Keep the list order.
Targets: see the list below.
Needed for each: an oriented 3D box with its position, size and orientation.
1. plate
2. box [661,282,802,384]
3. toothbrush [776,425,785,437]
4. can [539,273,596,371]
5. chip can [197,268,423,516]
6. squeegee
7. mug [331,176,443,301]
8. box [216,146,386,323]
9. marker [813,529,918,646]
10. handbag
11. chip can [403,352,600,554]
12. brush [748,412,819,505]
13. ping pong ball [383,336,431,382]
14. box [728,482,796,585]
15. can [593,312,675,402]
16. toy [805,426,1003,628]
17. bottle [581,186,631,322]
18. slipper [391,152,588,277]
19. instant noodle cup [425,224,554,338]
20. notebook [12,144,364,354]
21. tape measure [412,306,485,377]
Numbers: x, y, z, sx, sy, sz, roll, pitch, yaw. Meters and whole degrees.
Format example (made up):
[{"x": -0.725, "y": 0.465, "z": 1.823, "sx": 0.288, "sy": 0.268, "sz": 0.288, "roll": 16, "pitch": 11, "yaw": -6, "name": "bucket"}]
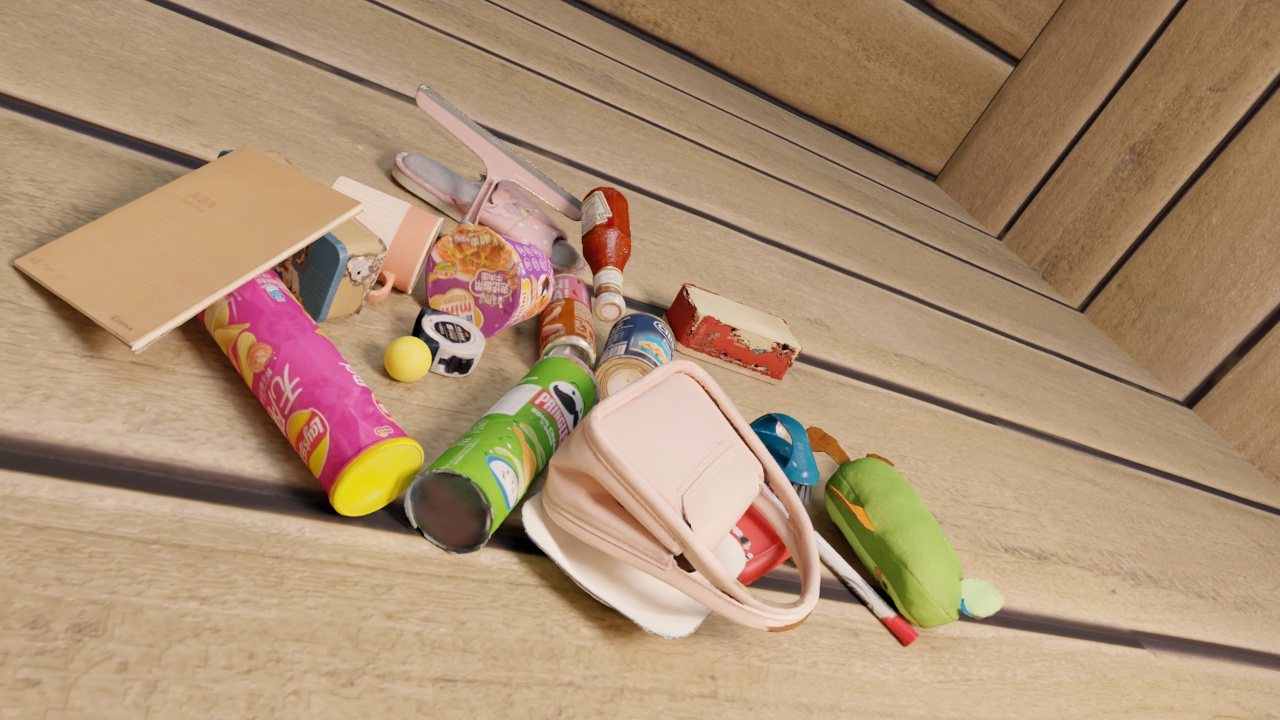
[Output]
[{"x": -0.006, "y": 0.151, "z": 0.742, "sx": 0.164, "sy": 0.034, "sz": 0.163, "roll": 36, "pitch": 30, "yaw": 16, "name": "plate"}, {"x": 0.122, "y": -0.039, "z": 1.177, "sx": 0.168, "sy": 0.076, "sz": 0.091, "roll": 18, "pitch": 28, "yaw": -25, "name": "box"}, {"x": 0.089, "y": 0.064, "z": 1.031, "sx": 0.181, "sy": 0.018, "sz": 0.015, "roll": 17, "pitch": 33, "yaw": -25, "name": "toothbrush"}, {"x": -0.079, "y": -0.036, "z": 0.975, "sx": 0.058, "sy": 0.058, "sz": 0.147, "roll": 22, "pitch": 27, "yaw": -18, "name": "can"}, {"x": -0.249, "y": 0.017, "z": 0.683, "sx": 0.210, "sy": 0.072, "sz": 0.071, "roll": 44, "pitch": 29, "yaw": 24, "name": "chip can"}, {"x": -0.190, "y": -0.154, "z": 1.028, "sx": 0.247, "sy": 0.040, "sz": 0.248, "roll": 35, "pitch": 46, "yaw": -23, "name": "squeegee"}, {"x": -0.265, "y": -0.112, "z": 0.900, "sx": 0.106, "sy": 0.082, "sz": 0.114, "roll": 24, "pitch": 57, "yaw": -11, "name": "mug"}, {"x": -0.318, "y": -0.118, "z": 0.830, "sx": 0.184, "sy": 0.090, "sz": 0.060, "roll": 36, "pitch": 27, "yaw": 15, "name": "box"}, {"x": 0.210, "y": 0.216, "z": 0.890, "sx": 0.145, "sy": 0.017, "sz": 0.017, "roll": 45, "pitch": 29, "yaw": 26, "name": "marker"}, {"x": 0.053, "y": 0.118, "z": 0.742, "sx": 0.234, "sy": 0.094, "sz": 0.192, "roll": 42, "pitch": 32, "yaw": 9, "name": "handbag"}, {"x": -0.105, "y": 0.067, "z": 0.753, "sx": 0.072, "sy": 0.072, "sz": 0.235, "roll": 33, "pitch": 27, "yaw": 3, "name": "chip can"}, {"x": 0.142, "y": 0.093, "z": 0.934, "sx": 0.055, "sy": 0.073, "sz": 0.144, "roll": 13, "pitch": 10, "yaw": -14, "name": "brush"}, {"x": -0.203, "y": -0.001, "z": 0.800, "sx": 0.040, "sy": 0.040, "sz": 0.040, "roll": 25, "pitch": 27, "yaw": -14, "name": "ping pong ball"}, {"x": 0.070, "y": 0.127, "z": 0.874, "sx": 0.118, "sy": 0.098, "sz": 0.201, "roll": -27, "pitch": 58, "yaw": -23, "name": "box"}, {"x": -0.006, "y": 0.006, "z": 0.961, "sx": 0.075, "sy": 0.075, "sz": 0.111, "roll": 29, "pitch": 26, "yaw": -6, "name": "can"}, {"x": 0.253, "y": 0.169, "z": 0.934, "sx": 0.227, "sy": 0.090, "sz": 0.246, "roll": 32, "pitch": 22, "yaw": -35, "name": "toy"}, {"x": -0.038, "y": -0.122, "z": 1.052, "sx": 0.059, "sy": 0.060, "sz": 0.205, "roll": 20, "pitch": 39, "yaw": -22, "name": "bottle"}, {"x": -0.180, "y": -0.189, "z": 1.138, "sx": 0.274, "sy": 0.055, "sz": 0.114, "roll": 31, "pitch": 26, "yaw": -1, "name": "slipper"}, {"x": -0.145, "y": -0.080, "z": 0.933, "sx": 0.111, "sy": 0.112, "sz": 0.099, "roll": 39, "pitch": 20, "yaw": 15, "name": "instant noodle cup"}, {"x": -0.347, "y": -0.098, "z": 0.717, "sx": 0.149, "sy": 0.012, "sz": 0.210, "roll": 28, "pitch": 50, "yaw": 22, "name": "notebook"}, {"x": -0.181, "y": -0.015, "z": 0.858, "sx": 0.066, "sy": 0.034, "sz": 0.065, "roll": 19, "pitch": 30, "yaw": -19, "name": "tape measure"}]
